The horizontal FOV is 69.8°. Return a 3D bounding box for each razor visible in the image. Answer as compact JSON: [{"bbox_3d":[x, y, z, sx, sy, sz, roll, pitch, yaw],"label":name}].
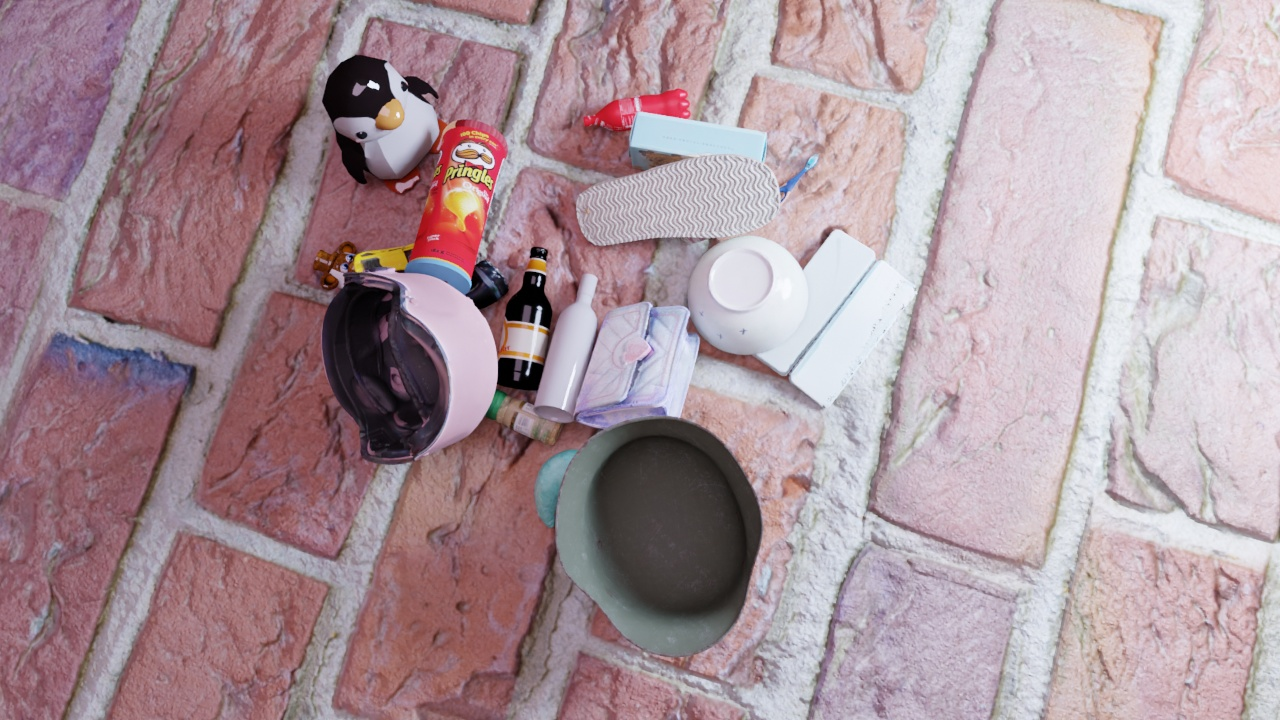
[{"bbox_3d":[-0.242,-0.093,1.184,0.140,0.053,0.063,-8,67,3],"label":"razor"}]

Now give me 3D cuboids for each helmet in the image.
[{"bbox_3d":[-0.271,-0.003,1.097,0.256,0.152,0.230,-1,104,42],"label":"helmet"},{"bbox_3d":[0.030,0.199,1.068,0.227,0.154,0.267,-13,85,6],"label":"helmet"}]

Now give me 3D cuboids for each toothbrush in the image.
[{"bbox_3d":[0.188,-0.221,1.201,0.021,0.017,0.135,42,84,11],"label":"toothbrush"}]

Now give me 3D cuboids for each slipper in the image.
[{"bbox_3d":[0.048,-0.199,1.168,0.263,0.052,0.115,-5,111,18],"label":"slipper"}]

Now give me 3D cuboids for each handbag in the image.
[{"bbox_3d":[-0.007,0.007,1.110,0.127,0.069,0.158,1,52,22],"label":"handbag"}]

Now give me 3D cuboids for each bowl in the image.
[{"bbox_3d":[0.129,-0.089,1.140,0.153,0.073,0.153,-3,76,13],"label":"bowl"}]

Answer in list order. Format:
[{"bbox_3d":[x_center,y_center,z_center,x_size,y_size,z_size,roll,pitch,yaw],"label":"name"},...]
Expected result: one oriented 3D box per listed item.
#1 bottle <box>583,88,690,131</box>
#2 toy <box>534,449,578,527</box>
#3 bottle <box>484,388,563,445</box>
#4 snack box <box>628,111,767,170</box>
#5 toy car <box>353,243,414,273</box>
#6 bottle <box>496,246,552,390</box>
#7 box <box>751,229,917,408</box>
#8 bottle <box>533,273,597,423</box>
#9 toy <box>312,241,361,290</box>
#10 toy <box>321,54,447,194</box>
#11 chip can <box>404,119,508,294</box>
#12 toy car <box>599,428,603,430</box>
[{"bbox_3d":[-0.005,-0.328,1.216,0.141,0.042,0.042,-9,80,1],"label":"bottle"},{"bbox_3d":[-0.086,0.154,1.146,0.105,0.033,0.085,-21,91,-2],"label":"toy"},{"bbox_3d":[-0.153,0.069,1.157,0.111,0.043,0.043,24,82,5],"label":"bottle"},{"bbox_3d":[0.074,-0.271,1.186,0.175,0.075,0.053,12,82,4],"label":"snack box"},{"bbox_3d":[-0.306,-0.120,1.151,0.106,0.030,0.049,-17,71,-31],"label":"toy car"},{"bbox_3d":[-0.143,-0.055,1.168,0.059,0.059,0.181,8,81,4],"label":"bottle"},{"bbox_3d":[0.241,-0.055,1.160,0.136,0.044,0.197,38,87,8],"label":"box"},{"bbox_3d":[-0.086,-0.021,1.152,0.052,0.052,0.194,11,65,4],"label":"bottle"},{"bbox_3d":[-0.364,-0.114,1.187,0.112,0.067,0.087,22,58,-6],"label":"toy"},{"bbox_3d":[-0.341,-0.319,1.159,0.140,0.184,0.159,37,84,9],"label":"toy"},{"bbox_3d":[-0.230,-0.193,1.156,0.087,0.087,0.213,8,66,4],"label":"chip can"},{"bbox_3d":[-0.002,0.053,1.148,0.120,0.056,0.044,-25,124,-1],"label":"toy car"}]
